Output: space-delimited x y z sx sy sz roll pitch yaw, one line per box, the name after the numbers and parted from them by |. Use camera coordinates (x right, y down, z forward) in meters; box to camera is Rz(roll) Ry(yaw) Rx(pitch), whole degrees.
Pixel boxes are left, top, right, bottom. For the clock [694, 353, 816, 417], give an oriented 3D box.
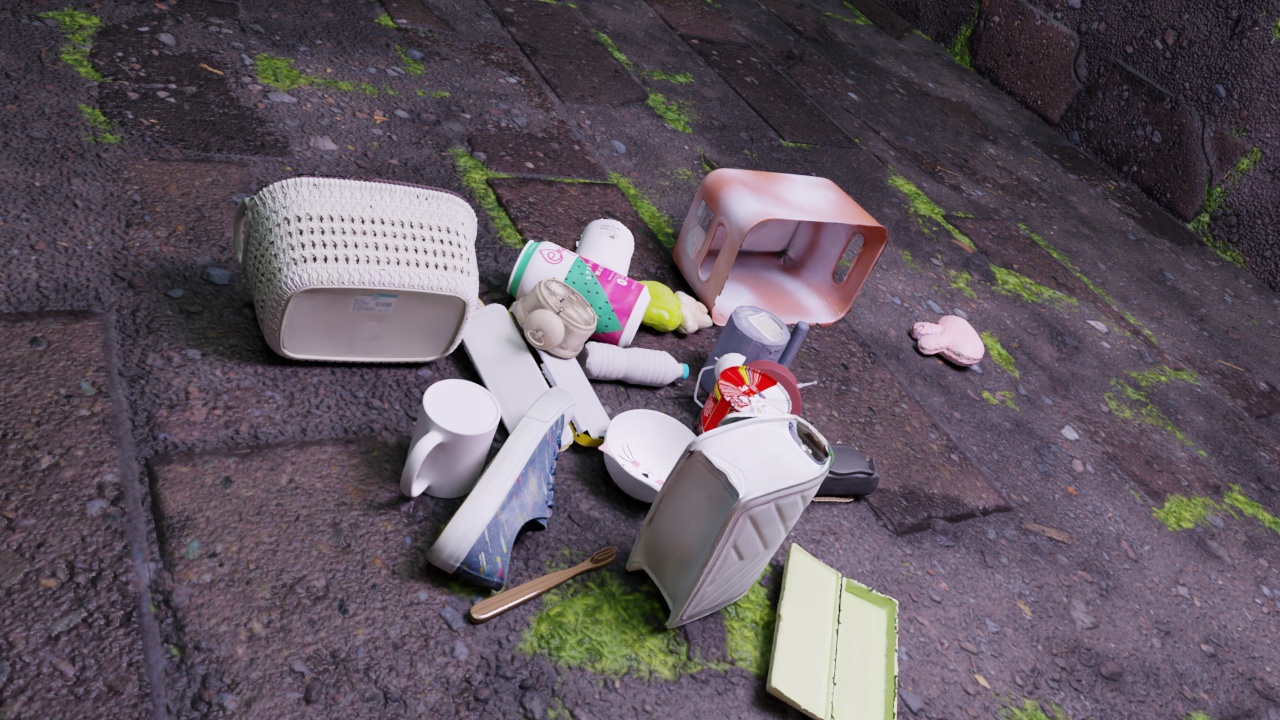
0.134 0.045 1.092 0.137 0.096 0.048 14 14 6 | clock

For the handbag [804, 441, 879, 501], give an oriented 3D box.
0.222 0.124 1.087 0.128 0.054 0.079 3 35 -21 | handbag

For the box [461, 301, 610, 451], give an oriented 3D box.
-0.117 0.018 1.027 0.128 0.046 0.209 -10 55 -34 | box

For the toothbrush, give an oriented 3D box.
-0.085 0.203 0.842 0.166 0.016 0.016 -15 53 -41 | toothbrush

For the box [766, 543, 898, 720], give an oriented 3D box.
0.189 0.276 0.892 0.138 0.030 0.186 28 36 -5 | box

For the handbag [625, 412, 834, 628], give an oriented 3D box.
0.082 0.145 0.857 0.141 0.199 0.096 -11 47 -39 | handbag

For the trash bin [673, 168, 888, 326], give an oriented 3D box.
0.197 -0.166 1.333 0.259 0.182 0.157 -2 42 -30 | trash bin

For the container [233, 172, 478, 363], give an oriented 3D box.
-0.288 -0.090 0.966 0.251 0.185 0.143 1 51 -30 | container

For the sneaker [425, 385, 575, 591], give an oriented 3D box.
-0.109 0.117 0.873 0.079 0.088 0.234 36 45 -4 | sneaker

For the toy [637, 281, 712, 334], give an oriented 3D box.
0.041 -0.069 1.236 0.117 0.043 0.092 11 35 -23 | toy

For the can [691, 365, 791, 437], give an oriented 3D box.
0.104 0.077 1.023 0.086 0.117 0.086 15 37 -12 | can

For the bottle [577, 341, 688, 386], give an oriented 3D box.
-0.006 0.007 1.111 0.136 0.044 0.044 7 39 -22 | bottle

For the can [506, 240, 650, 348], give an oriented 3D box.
-0.076 -0.083 1.147 0.166 0.088 0.088 25 36 1 | can

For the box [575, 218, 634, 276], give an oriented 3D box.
-0.053 -0.149 1.258 0.084 0.095 0.165 17 45 -4 | box

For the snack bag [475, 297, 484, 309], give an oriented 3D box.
-0.190 -0.047 1.095 0.026 0.020 0.099 -11 49 -38 | snack bag

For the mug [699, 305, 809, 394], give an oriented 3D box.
0.148 -0.006 1.164 0.123 0.104 0.083 -3 43 -31 | mug

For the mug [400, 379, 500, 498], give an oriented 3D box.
-0.189 0.084 0.869 0.074 0.091 0.110 31 36 9 | mug

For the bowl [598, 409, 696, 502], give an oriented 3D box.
0.010 0.110 0.983 0.114 0.051 0.114 15 37 -12 | bowl

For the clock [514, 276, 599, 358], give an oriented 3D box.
-0.097 -0.047 1.039 0.093 0.055 0.140 42 24 -4 | clock

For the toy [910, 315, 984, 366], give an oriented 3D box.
0.478 -0.033 1.435 0.105 0.053 0.108 6 39 -7 | toy
